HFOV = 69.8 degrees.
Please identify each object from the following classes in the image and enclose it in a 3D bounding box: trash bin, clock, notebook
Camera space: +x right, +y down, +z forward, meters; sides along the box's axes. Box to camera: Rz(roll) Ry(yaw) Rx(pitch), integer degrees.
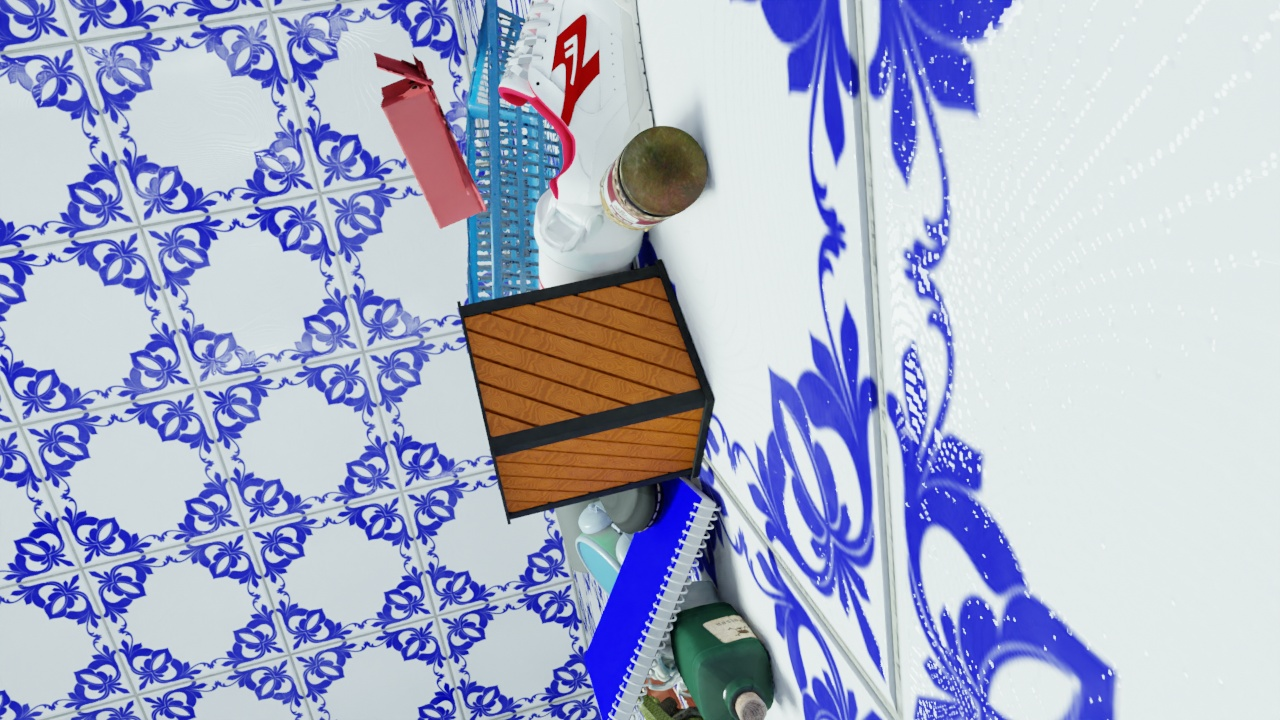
[{"bbox_3d":[-0.048,0.028,0.775,0.140,0.171,0.139,93,161,-58],"label":"trash bin"},{"bbox_3d":[-0.014,0.212,1.016,0.122,0.075,0.162,32,150,39],"label":"clock"},{"bbox_3d":[0.005,0.207,0.826,0.171,0.022,0.209,-156,88,-79],"label":"notebook"}]

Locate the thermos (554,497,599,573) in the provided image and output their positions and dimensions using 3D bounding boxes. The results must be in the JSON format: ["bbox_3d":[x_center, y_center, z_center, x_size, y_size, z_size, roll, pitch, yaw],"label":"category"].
[{"bbox_3d":[-0.078,0.137,1.139,0.082,0.082,0.240,-138,33,-73],"label":"thermos"}]

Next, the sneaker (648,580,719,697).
[{"bbox_3d":[0.021,0.289,0.911,0.243,0.089,0.090,121,144,-61],"label":"sneaker"}]

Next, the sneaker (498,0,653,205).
[{"bbox_3d":[-0.059,-0.234,0.698,0.090,0.104,0.237,-134,32,-72],"label":"sneaker"}]

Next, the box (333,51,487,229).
[{"bbox_3d":[-0.225,-0.232,0.963,0.165,0.153,0.214,-66,23,12],"label":"box"}]

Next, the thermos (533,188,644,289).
[{"bbox_3d":[-0.053,-0.070,0.837,0.221,0.099,0.099,101,155,-49],"label":"thermos"}]

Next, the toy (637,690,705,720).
[{"bbox_3d":[0.057,0.377,0.877,0.179,0.078,0.153,43,160,10],"label":"toy"}]

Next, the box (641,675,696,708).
[{"bbox_3d":[0.033,0.352,1.042,0.187,0.082,0.042,-141,28,-72],"label":"box"}]

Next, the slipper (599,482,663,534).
[{"bbox_3d":[-0.019,0.074,0.937,0.113,0.075,0.267,-68,29,24],"label":"slipper"}]

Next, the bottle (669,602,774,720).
[{"bbox_3d":[0.068,0.245,0.724,0.131,0.061,0.061,-147,48,-76],"label":"bottle"}]

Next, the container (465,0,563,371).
[{"bbox_3d":[-0.143,-0.186,1.049,0.258,0.089,0.361,141,127,-70],"label":"container"}]

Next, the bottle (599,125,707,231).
[{"bbox_3d":[0.006,-0.121,0.622,0.105,0.056,0.056,-167,64,-79],"label":"bottle"}]
